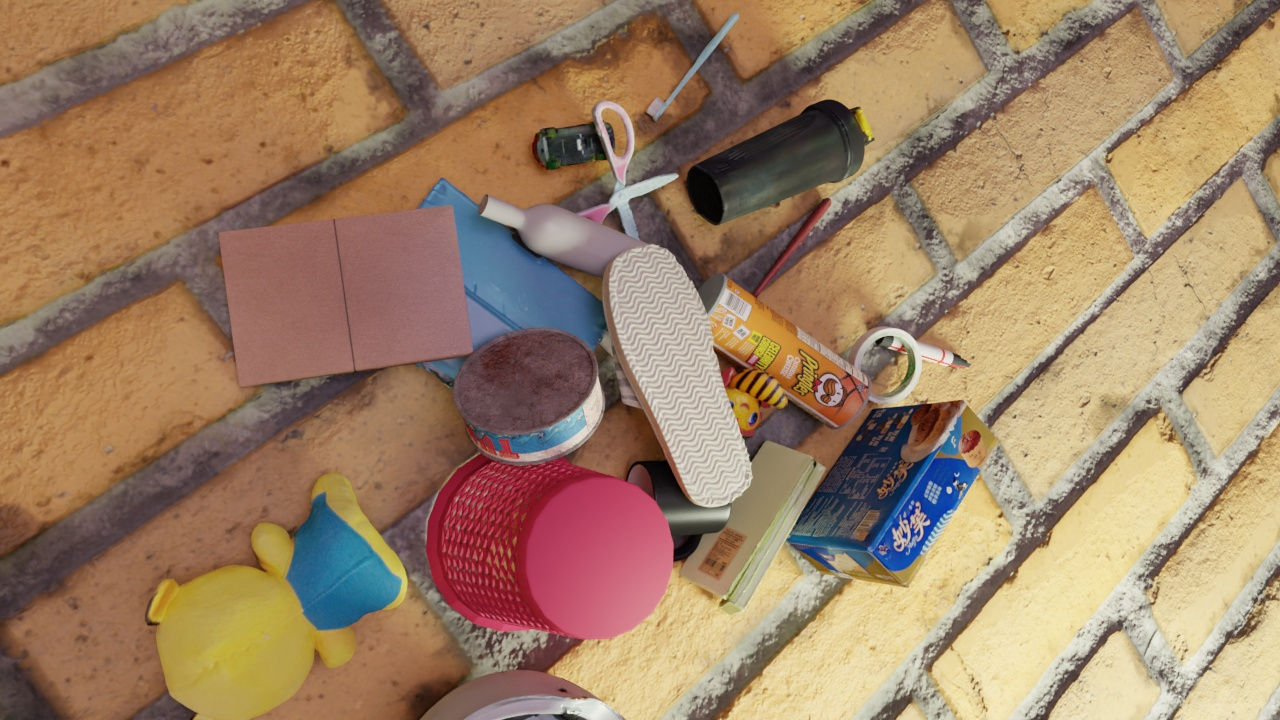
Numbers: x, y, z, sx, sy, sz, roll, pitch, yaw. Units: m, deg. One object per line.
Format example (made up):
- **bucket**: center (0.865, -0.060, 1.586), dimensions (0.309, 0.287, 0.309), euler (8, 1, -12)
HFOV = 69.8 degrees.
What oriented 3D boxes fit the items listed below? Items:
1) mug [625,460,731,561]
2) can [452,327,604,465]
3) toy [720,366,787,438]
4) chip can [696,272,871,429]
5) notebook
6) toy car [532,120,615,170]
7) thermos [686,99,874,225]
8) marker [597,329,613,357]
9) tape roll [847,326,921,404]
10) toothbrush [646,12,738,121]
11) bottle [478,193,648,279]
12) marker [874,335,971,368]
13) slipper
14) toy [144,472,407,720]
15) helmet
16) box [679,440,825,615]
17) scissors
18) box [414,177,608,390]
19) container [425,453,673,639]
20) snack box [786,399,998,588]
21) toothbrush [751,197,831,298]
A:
- **mug**: center (0.036, 0.159, 0.958), dimensions (0.088, 0.078, 0.114), euler (1, 111, -24)
- **can**: center (-0.099, 0.030, 0.826), dimensions (0.129, 0.130, 0.044), euler (-35, 140, -23)
- **toy**: center (0.110, 0.047, 1.000), dimensions (0.084, 0.104, 0.046), euler (51, 26, -7)
- **chip can**: center (0.153, -0.008, 1.022), dimensions (0.215, 0.075, 0.075), euler (33, 72, -18)
- **notebook**: center (-0.267, -0.060, 0.840), dimensions (0.209, 0.008, 0.141), euler (-8, 89, -7)
- **toy car**: center (-0.070, -0.228, 0.964), dimensions (0.091, 0.036, 0.042), euler (-18, 111, -27)
- **thermos**: center (0.163, -0.226, 1.042), dimensions (0.220, 0.098, 0.098), euler (-26, 95, -21)
- **marker**: center (-0.006, 0.006, 0.982), dimensions (0.133, 0.017, 0.020), euler (43, 33, -14)
- **tape roll**: center (0.294, 0.006, 1.103), dimensions (0.093, 0.018, 0.094), euler (-3, 100, -19)
- **toothbrush**: center (0.063, -0.340, 1.051), dimensions (0.016, 0.016, 0.180), euler (39, 71, -6)
- **bottle**: center (-0.071, -0.123, 0.930), dimensions (0.195, 0.053, 0.052), euler (19, 77, -31)
- **marker**: center (0.356, -0.011, 1.144), dimensions (0.145, 0.019, 0.019), euler (15, 78, -22)
- **slipper**: center (0.035, 0.017, 0.926), dimensions (0.114, 0.054, 0.272), euler (-17, 86, -30)
- **toy**: center (-0.309, 0.211, 0.787), dimensions (0.213, 0.084, 0.149), euler (-35, 97, -26)
- **helmet**: center (-0.105, 0.399, 0.815), dimensions (0.236, 0.164, 0.264), euler (-46, 109, -17)
- **box**: center (0.132, 0.183, 0.995), dimensions (0.090, 0.078, 0.187), euler (43, 68, -14)
- **scissors**: center (-0.037, -0.181, 0.966), dimensions (0.170, 0.013, 0.172), euler (-24, 113, -16)
- **box**: center (-0.151, -0.050, 0.900), dimensions (0.231, 0.048, 0.176), euler (36, 74, -14)
- **container**: center (-0.076, 0.165, 0.817), dimensions (0.183, 0.226, 0.183), euler (3, 83, -24)
- **snack box**: center (0.276, 0.144, 1.017), dimensions (0.069, 0.155, 0.202), euler (44, 69, -13)
- **toothbrush**: center (0.173, -0.121, 1.077), dimensions (0.016, 0.016, 0.189), euler (45, 69, -18)
